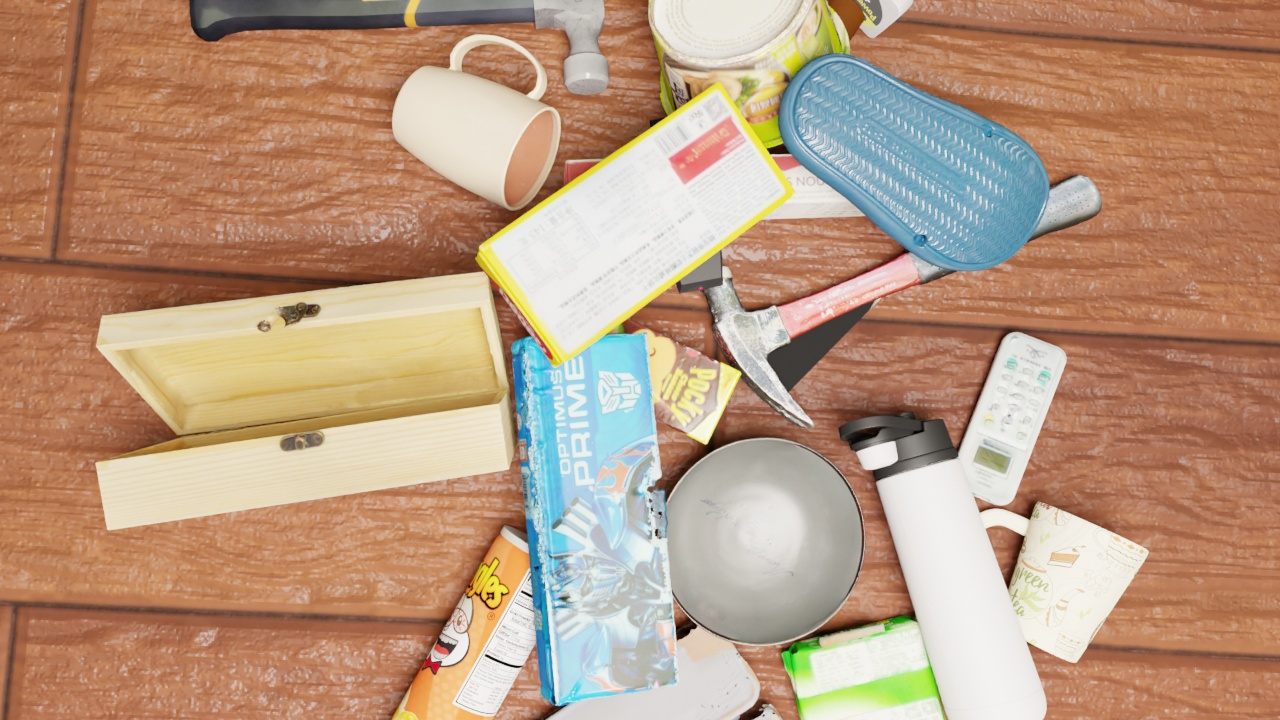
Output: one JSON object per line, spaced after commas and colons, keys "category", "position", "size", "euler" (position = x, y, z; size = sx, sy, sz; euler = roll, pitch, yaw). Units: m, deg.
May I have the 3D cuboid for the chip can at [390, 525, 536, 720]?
{"category": "chip can", "position": [-0.124, 0.225, 0.652], "size": [0.062, 0.062, 0.210], "euler": [30, 83, -1]}

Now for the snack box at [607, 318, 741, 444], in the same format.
{"category": "snack box", "position": [-0.004, 0.004, 0.688], "size": [0.149, 0.025, 0.061], "euler": [25, 90, 6]}

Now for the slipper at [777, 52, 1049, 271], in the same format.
{"category": "slipper", "position": [0.186, -0.133, 0.637], "size": [0.213, 0.059, 0.104], "euler": [25, 95, -15]}

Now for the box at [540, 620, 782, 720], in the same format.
{"category": "box", "position": [0.001, 0.301, 0.668], "size": [0.216, 0.063, 0.157], "euler": [-31, 99, -7]}

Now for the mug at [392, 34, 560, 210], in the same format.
{"category": "mug", "position": [-0.117, -0.182, 0.675], "size": [0.104, 0.085, 0.111], "euler": [26, 101, 10]}

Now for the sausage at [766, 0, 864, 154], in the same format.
{"category": "sausage", "position": [0.122, -0.222, 0.724], "size": [0.040, 0.040, 0.155], "euler": [35, 83, -1]}

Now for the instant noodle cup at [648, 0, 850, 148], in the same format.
{"category": "instant noodle cup", "position": [0.075, -0.237, 0.667], "size": [0.146, 0.098, 0.146], "euler": [-6, 69, 16]}

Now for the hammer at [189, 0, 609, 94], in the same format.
{"category": "hammer", "position": [-0.185, -0.270, 0.708], "size": [0.312, 0.035, 0.139], "euler": [-4, 83, -4]}

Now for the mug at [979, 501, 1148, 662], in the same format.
{"category": "mug", "position": [0.299, 0.159, 0.693], "size": [0.122, 0.081, 0.097], "euler": [25, 91, 19]}

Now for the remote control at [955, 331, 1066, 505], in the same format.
{"category": "remote control", "position": [0.286, 0.045, 0.718], "size": [0.050, 0.022, 0.133], "euler": [23, 84, 9]}

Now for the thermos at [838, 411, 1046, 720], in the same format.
{"category": "thermos", "position": [0.214, 0.150, 0.661], "size": [0.101, 0.069, 0.229], "euler": [-3, 73, -44]}

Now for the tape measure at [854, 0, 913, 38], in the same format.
{"category": "tape measure", "position": [0.178, -0.290, 0.720], "size": [0.016, 0.065, 0.064], "euler": [-41, 91, -7]}

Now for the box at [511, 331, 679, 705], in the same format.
{"category": "box", "position": [-0.028, 0.102, 0.620], "size": [0.090, 0.066, 0.243], "euler": [-3, 85, -30]}

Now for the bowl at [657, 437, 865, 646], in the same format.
{"category": "bowl", "position": [0.085, 0.131, 0.679], "size": [0.150, 0.057, 0.150], "euler": [0, 85, -4]}

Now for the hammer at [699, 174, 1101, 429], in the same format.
{"category": "hammer", "position": [0.216, -0.063, 0.719], "size": [0.326, 0.036, 0.140], "euler": [-23, 85, -6]}

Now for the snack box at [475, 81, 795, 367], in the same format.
{"category": "snack box", "position": [-0.002, -0.089, 0.605], "size": [0.200, 0.042, 0.092], "euler": [-37, 94, -14]}

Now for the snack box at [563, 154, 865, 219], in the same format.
{"category": "snack box", "position": [0.079, -0.131, 0.694], "size": [0.273, 0.076, 0.044], "euler": [-3, 89, -4]}

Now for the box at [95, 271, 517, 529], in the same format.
{"category": "box", "position": [-0.216, 0.031, 0.631], "size": [0.248, 0.141, 0.148], "euler": [-7, 82, -5]}

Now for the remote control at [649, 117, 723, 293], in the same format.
{"category": "remote control", "position": [0.031, -0.111, 0.646], "size": [0.039, 0.010, 0.124], "euler": [-11, 89, -5]}

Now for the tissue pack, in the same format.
{"category": "tissue pack", "position": [0.170, 0.247, 0.686], "size": [0.114, 0.034, 0.099], "euler": [-11, 85, -6]}
